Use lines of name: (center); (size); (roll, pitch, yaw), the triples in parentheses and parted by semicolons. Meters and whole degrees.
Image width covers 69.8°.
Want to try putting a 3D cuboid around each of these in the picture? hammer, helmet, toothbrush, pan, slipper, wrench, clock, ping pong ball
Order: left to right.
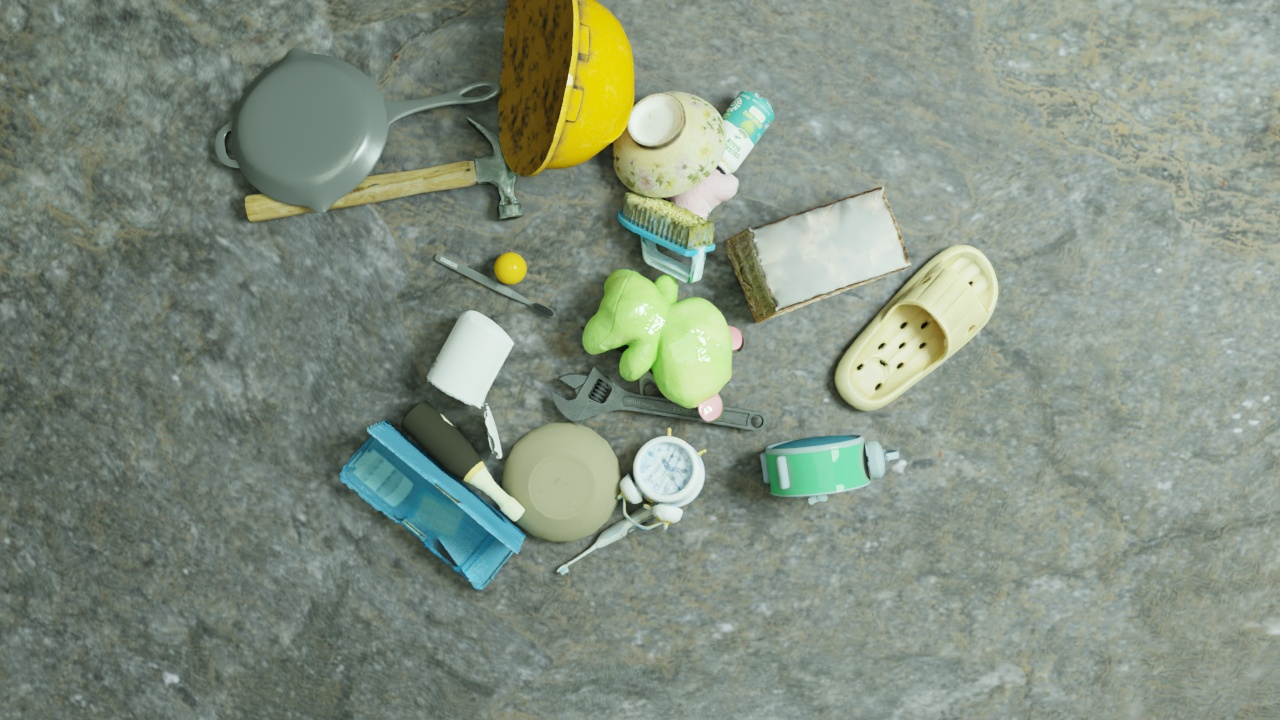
pan: (-0.346, -0.298, 1.116); (0.354, 0.024, 0.216); (-12, 81, -1)
hammer: (-0.320, -0.216, 1.136); (0.330, 0.033, 0.132); (-10, 92, -3)
toothbrush: (-0.183, -0.094, 1.154); (0.167, 0.013, 0.013); (27, 88, -1)
ping pong ball: (-0.162, -0.114, 1.140); (0.040, 0.040, 0.040); (0, 90, -4)
helmet: (-0.075, -0.337, 1.088); (0.131, 0.206, 0.255); (3, 82, -32)
toothbrush: (-0.027, 0.215, 1.158); (0.185, 0.022, 0.024); (-31, 74, -4)
wrench: (0.024, 0.058, 1.152); (0.273, 0.018, 0.073); (9, 92, -4)
clock: (0.026, 0.150, 1.135); (0.089, 0.052, 0.125); (30, 81, 15)
clock: (0.236, 0.130, 1.125); (0.161, 0.122, 0.075); (-8, 89, -7)
slipper: (0.359, -0.037, 1.156); (0.261, 0.079, 0.111); (-43, 96, -2)

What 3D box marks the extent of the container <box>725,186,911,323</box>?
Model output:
container: (0.217, -0.131, 1.128); (0.198, 0.113, 0.114); (-20, 91, -5)

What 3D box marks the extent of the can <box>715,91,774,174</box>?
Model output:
can: (0.120, -0.284, 1.150); (0.055, 0.055, 0.101); (36, 88, -3)

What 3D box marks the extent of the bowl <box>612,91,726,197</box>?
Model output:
bowl: (0.026, -0.275, 1.113); (0.145, 0.063, 0.145); (-5, 72, 16)

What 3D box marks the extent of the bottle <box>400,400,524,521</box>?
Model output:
bottle: (-0.212, 0.127, 1.119); (0.184, 0.045, 0.045); (42, 87, 7)

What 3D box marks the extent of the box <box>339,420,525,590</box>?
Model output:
box: (-0.254, 0.179, 1.099); (0.231, 0.112, 0.094); (41, 87, -3)

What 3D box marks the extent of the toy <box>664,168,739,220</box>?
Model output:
toy: (0.063, -0.211, 1.147); (0.096, 0.052, 0.099); (44, 112, 12)

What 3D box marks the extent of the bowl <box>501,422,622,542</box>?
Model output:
bowl: (-0.098, 0.154, 1.139); (0.152, 0.050, 0.152); (0, 90, -4)

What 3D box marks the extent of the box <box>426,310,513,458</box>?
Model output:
box: (-0.191, 0.030, 1.121); (0.136, 0.084, 0.147); (31, 89, -9)

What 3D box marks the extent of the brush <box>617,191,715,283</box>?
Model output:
brush: (0.024, -0.154, 1.128); (0.136, 0.055, 0.075); (31, 123, 33)

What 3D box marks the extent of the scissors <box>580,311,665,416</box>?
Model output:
scissors: (0.007, -0.006, 1.166); (0.150, 0.012, 0.165); (-19, 89, -4)

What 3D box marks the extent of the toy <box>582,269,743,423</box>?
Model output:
toy: (0.034, -0.031, 1.115); (0.197, 0.107, 0.149); (22, 67, 3)
